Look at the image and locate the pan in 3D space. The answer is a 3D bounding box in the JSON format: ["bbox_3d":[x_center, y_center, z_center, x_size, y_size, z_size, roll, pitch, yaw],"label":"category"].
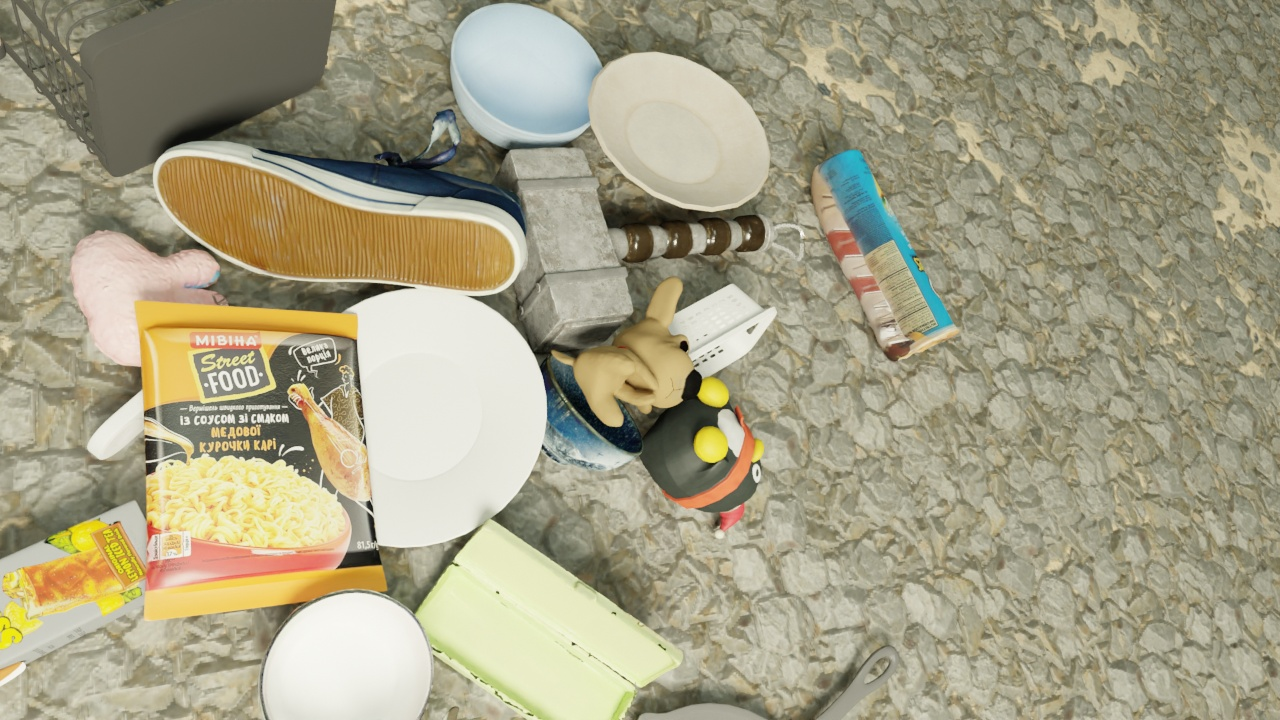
[{"bbox_3d":[0.103,0.347,0.760,0.353,0.024,0.216,-31,84,-31],"label":"pan"}]

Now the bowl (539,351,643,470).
[{"bbox_3d":[-0.057,0.054,0.779,0.114,0.061,0.114,45,13,-14],"label":"bowl"}]

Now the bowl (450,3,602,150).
[{"bbox_3d":[-0.116,-0.259,0.884,0.150,0.075,0.150,10,65,-22],"label":"bowl"}]

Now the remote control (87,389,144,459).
[{"bbox_3d":[-0.347,0.020,0.677,0.013,0.043,0.136,41,58,-5],"label":"remote control"}]

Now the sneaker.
[{"bbox_3d":[-0.234,-0.139,0.754,0.294,0.121,0.127,9,37,-5],"label":"sneaker"}]

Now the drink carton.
[{"bbox_3d":[-0.381,0.151,0.602,0.124,0.049,0.076,-27,82,-31],"label":"drink carton"}]

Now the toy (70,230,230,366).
[{"bbox_3d":[-0.368,-0.049,0.695,0.104,0.053,0.108,-13,74,-40],"label":"toy"}]

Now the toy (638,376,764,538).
[{"bbox_3d":[0.062,0.089,0.812,0.119,0.100,0.097,43,34,-30],"label":"toy"}]

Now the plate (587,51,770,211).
[{"bbox_3d":[0.036,-0.216,0.883,0.188,0.027,0.188,11,60,-19],"label":"plate"}]

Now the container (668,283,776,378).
[{"bbox_3d":[0.059,-0.020,0.867,0.129,0.081,0.049,-29,72,-32],"label":"container"}]

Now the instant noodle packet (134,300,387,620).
[{"bbox_3d":[-0.272,0.064,0.660,0.159,0.032,0.220,2,70,-39],"label":"instant noodle packet"}]

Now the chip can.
[{"bbox_3d":[0.256,-0.113,0.997,0.079,0.080,0.229,-18,77,-30],"label":"chip can"}]

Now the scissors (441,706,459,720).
[{"bbox_3d":[-0.144,0.337,0.623,0.179,0.015,0.198,31,81,-26],"label":"scissors"}]

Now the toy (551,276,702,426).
[{"bbox_3d":[-0.005,0.005,0.769,0.106,0.134,0.108,31,31,32],"label":"toy"}]

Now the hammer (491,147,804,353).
[{"bbox_3d":[0.024,-0.117,0.889,0.325,0.080,0.176,-9,73,-29],"label":"hammer"}]

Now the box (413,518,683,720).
[{"bbox_3d":[-0.075,0.214,0.714,0.188,0.064,0.130,35,101,-6],"label":"box"}]

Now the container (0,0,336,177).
[{"bbox_3d":[-0.368,-0.276,0.720,0.130,0.163,0.240,49,58,1],"label":"container"}]

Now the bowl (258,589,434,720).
[{"bbox_3d":[-0.208,0.223,0.643,0.116,0.066,0.116,10,65,-22],"label":"bowl"}]

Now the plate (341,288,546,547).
[{"bbox_3d":[-0.178,0.043,0.728,0.208,0.015,0.208,0,74,-1],"label":"plate"}]
